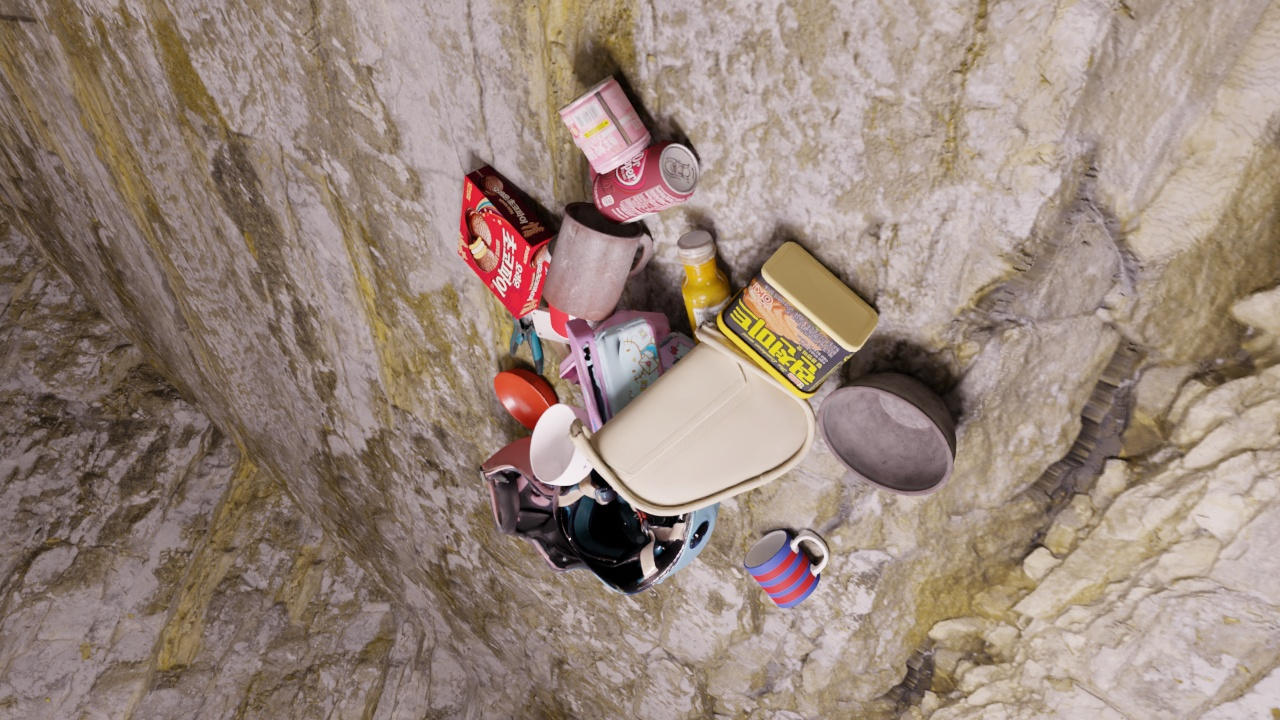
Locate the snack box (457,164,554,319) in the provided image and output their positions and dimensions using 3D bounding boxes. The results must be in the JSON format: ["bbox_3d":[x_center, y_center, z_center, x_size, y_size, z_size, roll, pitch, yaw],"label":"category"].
[{"bbox_3d":[-0.177,-0.149,1.179,0.132,0.035,0.152,47,148,16],"label":"snack box"}]

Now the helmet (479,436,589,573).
[{"bbox_3d":[-0.123,0.219,1.446,0.256,0.152,0.230,21,139,32],"label":"helmet"}]

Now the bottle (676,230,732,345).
[{"bbox_3d":[0.078,-0.056,1.019,0.053,0.053,0.186,16,138,36],"label":"bottle"}]

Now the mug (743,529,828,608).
[{"bbox_3d":[0.207,0.275,1.244,0.112,0.074,0.076,-34,102,29],"label":"mug"}]

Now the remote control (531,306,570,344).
[{"bbox_3d":[-0.085,-0.041,1.232,0.136,0.011,0.050,14,137,25],"label":"remote control"}]

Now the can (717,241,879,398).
[{"bbox_3d":[0.160,-0.041,0.934,0.131,0.072,0.101,42,144,4],"label":"can"}]

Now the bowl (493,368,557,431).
[{"bbox_3d":[-0.170,0.057,1.423,0.122,0.035,0.122,28,144,23],"label":"bowl"}]

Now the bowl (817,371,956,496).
[{"bbox_3d":[0.263,0.064,0.943,0.145,0.067,0.145,28,144,23],"label":"bowl"}]

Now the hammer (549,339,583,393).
[{"bbox_3d":[-0.057,0.073,1.329,0.120,0.030,0.331,-6,124,49],"label":"hammer"}]

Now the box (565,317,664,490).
[{"bbox_3d":[-0.014,0.045,1.080,0.089,0.092,0.214,-125,20,-63],"label":"box"}]

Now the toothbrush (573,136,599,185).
[{"bbox_3d":[-0.045,-0.199,1.026,0.022,0.016,0.135,-3,126,34],"label":"toothbrush"}]

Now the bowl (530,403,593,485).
[{"bbox_3d":[-0.092,0.110,1.178,0.054,0.104,0.105,16,166,-39],"label":"bowl"}]

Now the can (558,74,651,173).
[{"bbox_3d":[-0.035,-0.237,0.927,0.067,0.067,0.076,-11,118,52],"label":"can"}]

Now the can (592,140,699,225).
[{"bbox_3d":[0.005,-0.182,0.949,0.114,0.063,0.063,-11,119,51],"label":"can"}]

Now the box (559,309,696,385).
[{"bbox_3d":[-0.005,-0.002,1.165,0.155,0.058,0.202,18,153,-21],"label":"box"}]

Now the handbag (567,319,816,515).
[{"bbox_3d":[0.060,0.068,1.025,0.184,0.229,0.132,50,-174,-12],"label":"handbag"}]

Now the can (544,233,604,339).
[{"bbox_3d":[-0.080,-0.090,1.134,0.070,0.070,0.132,28,144,22],"label":"can"}]

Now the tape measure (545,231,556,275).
[{"bbox_3d":[-0.112,-0.134,1.164,0.051,0.019,0.059,3,122,43],"label":"tape measure"}]

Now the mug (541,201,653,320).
[{"bbox_3d":[-0.042,-0.110,1.026,0.096,0.122,0.110,54,131,41],"label":"mug"}]

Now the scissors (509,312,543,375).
[{"bbox_3d":[-0.166,-0.033,1.336,0.120,0.019,0.151,52,144,-11],"label":"scissors"}]

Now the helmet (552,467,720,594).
[{"bbox_3d":[0.009,0.168,1.226,0.225,0.166,0.266,39,123,26],"label":"helmet"}]
